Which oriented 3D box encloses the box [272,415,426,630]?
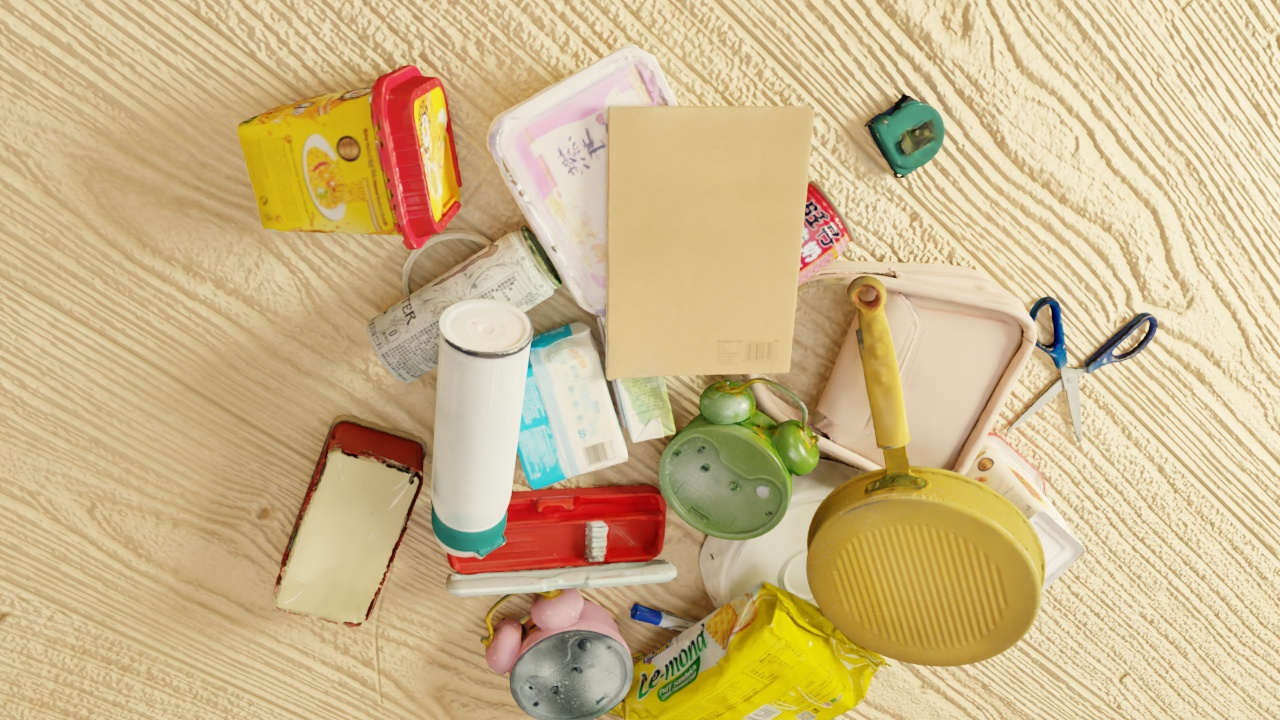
[{"bbox_3d":[-0.249,0.142,0.779,0.091,0.077,0.168,19,109,-18],"label":"box"}]

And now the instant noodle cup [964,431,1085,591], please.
[{"bbox_3d":[0.334,0.149,0.856,0.116,0.124,0.117,38,102,-23],"label":"instant noodle cup"}]

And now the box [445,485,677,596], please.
[{"bbox_3d":[-0.071,0.175,0.813,0.201,0.098,0.095,-2,115,-9],"label":"box"}]

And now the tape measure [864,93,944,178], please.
[{"bbox_3d":[0.217,-0.182,0.740,0.054,0.025,0.058,-35,116,8],"label":"tape measure"}]

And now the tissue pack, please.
[{"bbox_3d":[-0.069,0.039,0.770,0.090,0.063,0.140,-17,116,-3],"label":"tissue pack"}]

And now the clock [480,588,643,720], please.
[{"bbox_3d":[-0.080,0.275,0.879,0.117,0.059,0.158,-40,116,10],"label":"clock"}]

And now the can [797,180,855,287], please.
[{"bbox_3d":[0.118,-0.093,0.740,0.094,0.066,0.066,-36,115,7],"label":"can"}]

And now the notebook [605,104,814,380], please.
[{"bbox_3d":[0.049,-0.084,0.693,0.149,0.012,0.212,-1,115,-5],"label":"notebook"}]

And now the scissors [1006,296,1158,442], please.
[{"bbox_3d":[0.413,0.006,0.867,0.162,0.012,0.174,-25,117,2],"label":"scissors"}]

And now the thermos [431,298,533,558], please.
[{"bbox_3d":[-0.130,0.061,0.713,0.073,0.073,0.225,4,127,-12],"label":"thermos"}]

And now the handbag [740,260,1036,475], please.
[{"bbox_3d":[0.197,0.001,0.799,0.234,0.093,0.194,15,111,-7],"label":"handbag"}]

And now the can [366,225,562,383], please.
[{"bbox_3d":[-0.136,-0.043,0.708,0.147,0.058,0.058,-31,115,5],"label":"can"}]

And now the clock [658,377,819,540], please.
[{"bbox_3d":[0.086,0.082,0.793,0.116,0.056,0.162,32,125,3],"label":"clock"}]

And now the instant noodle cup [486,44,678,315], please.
[{"bbox_3d":[-0.022,-0.137,0.701,0.138,0.060,0.173,-28,114,4],"label":"instant noodle cup"}]

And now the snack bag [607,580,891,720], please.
[{"bbox_3d":[0.102,0.316,0.889,0.158,0.068,0.247,34,123,-23],"label":"snack bag"}]

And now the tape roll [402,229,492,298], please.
[{"bbox_3d":[-0.147,-0.063,0.738,0.085,0.014,0.086,-3,114,-8],"label":"tape roll"}]

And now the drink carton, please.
[{"bbox_3d":[-0.005,0.005,0.772,0.045,0.053,0.123,-13,116,0],"label":"drink carton"}]

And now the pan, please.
[{"bbox_3d":[0.220,0.103,0.766,0.198,0.078,0.358,-8,117,25],"label":"pan"}]

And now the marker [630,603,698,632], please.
[{"bbox_3d":[0.058,0.271,0.924,0.145,0.017,0.017,21,109,-18],"label":"marker"}]

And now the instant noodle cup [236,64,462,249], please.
[{"bbox_3d":[-0.202,-0.141,0.646,0.124,0.116,0.116,-3,115,4],"label":"instant noodle cup"}]

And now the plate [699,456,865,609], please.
[{"bbox_3d":[0.162,0.195,0.892,0.204,0.045,0.205,-4,115,-8],"label":"plate"}]
